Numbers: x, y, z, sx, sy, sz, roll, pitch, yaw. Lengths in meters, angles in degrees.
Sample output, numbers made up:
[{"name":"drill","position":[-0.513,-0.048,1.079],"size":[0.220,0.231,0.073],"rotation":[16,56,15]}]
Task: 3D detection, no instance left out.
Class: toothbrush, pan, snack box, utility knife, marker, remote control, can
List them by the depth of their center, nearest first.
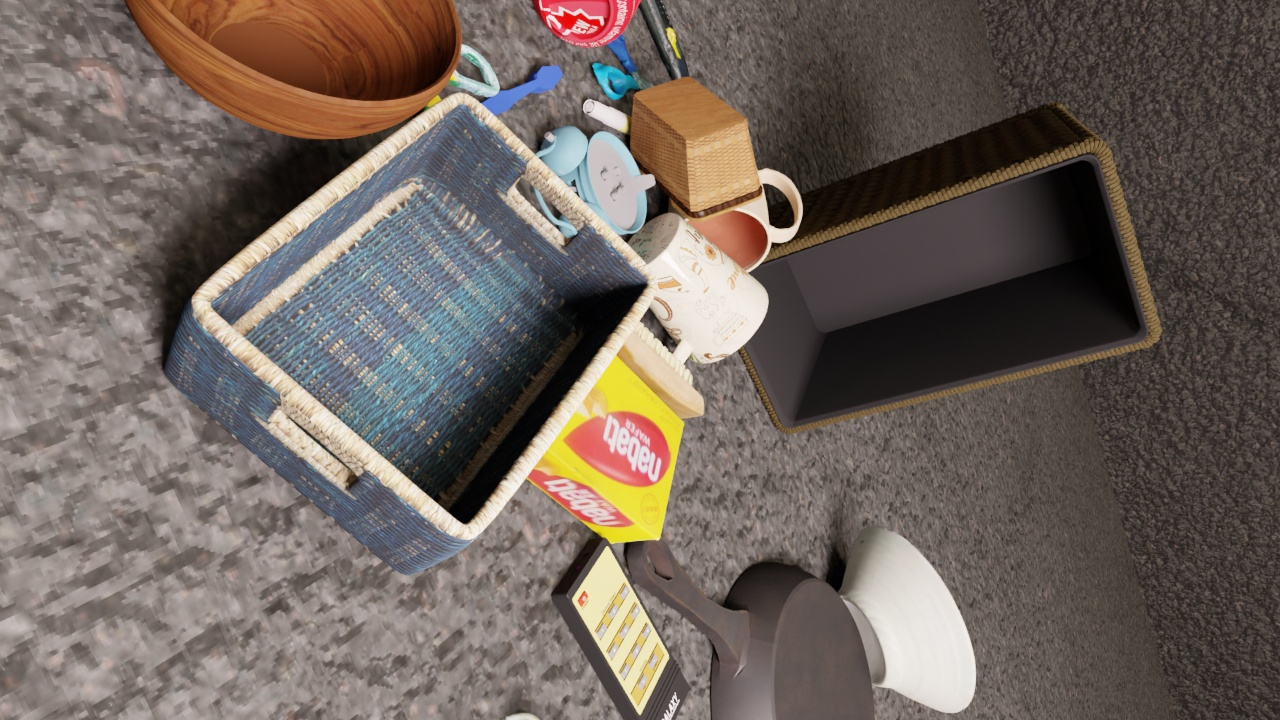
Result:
[{"name":"snack box","position":[-0.048,0.028,0.563],"size":[0.200,0.042,0.092],"rotation":[46,45,-37]},{"name":"toothbrush","position":[-0.101,-0.159,0.588],"size":[0.186,0.011,0.016],"rotation":[-49,119,-49]},{"name":"remote control","position":[-0.010,0.183,0.590],"size":[0.133,0.013,0.058],"rotation":[63,35,-19]},{"name":"can","position":[-0.027,-0.299,0.689],"size":[0.074,0.075,0.142],"rotation":[52,40,-32]},{"name":"pan","position":[0.100,0.235,0.708],"size":[0.356,0.043,0.248],"rotation":[51,40,-33]},{"name":"marker","position":[-0.002,-0.186,0.741],"size":[0.132,0.014,0.014],"rotation":[6,73,-56]},{"name":"utility knife","position":[0.011,-0.312,0.804],"size":[0.028,0.020,0.171],"rotation":[-50,120,-50]}]

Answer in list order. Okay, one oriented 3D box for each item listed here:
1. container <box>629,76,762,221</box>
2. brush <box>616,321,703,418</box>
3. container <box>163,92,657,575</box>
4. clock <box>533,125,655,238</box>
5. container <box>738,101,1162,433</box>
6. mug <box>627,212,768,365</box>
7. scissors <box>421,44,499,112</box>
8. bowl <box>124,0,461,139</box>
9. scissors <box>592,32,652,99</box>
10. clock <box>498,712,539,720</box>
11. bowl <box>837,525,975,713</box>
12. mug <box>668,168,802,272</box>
[{"name":"container","position":[0.038,-0.162,0.685],"size":[0.114,0.063,0.061],"rotation":[52,-21,44]},{"name":"brush","position":[-0.004,0.004,0.633],"size":[0.117,0.049,0.039],"rotation":[44,46,-39]},{"name":"container","position":[-0.096,-0.017,0.428],"size":[0.145,0.071,0.186],"rotation":[43,49,-10]},{"name":"clock","position":[-0.035,-0.121,0.639],"size":[0.123,0.042,0.087],"rotation":[-18,93,-59]},{"name":"container","position":[0.256,-0.092,0.828],"size":[0.176,0.322,0.204],"rotation":[62,29,-20]},{"name":"mug","position":[0.026,-0.042,0.693],"size":[0.097,0.081,0.121],"rotation":[43,71,-30]},{"name":"scissors","position":[-0.127,-0.173,0.540],"size":[0.129,0.012,0.119],"rotation":[53,40,-22]},{"name":"bowl","position":[-0.163,-0.151,0.420],"size":[0.147,0.069,0.147],"rotation":[21,49,-26]},{"name":"scissors","position":[-0.002,-0.243,0.764],"size":[0.134,0.016,0.086],"rotation":[6,72,-57]},{"name":"clock","position":[-0.061,0.241,0.456],"size":[0.088,0.052,0.124],"rotation":[5,75,-54]},{"name":"bowl","position":[0.222,0.244,0.835],"size":[0.057,0.177,0.176],"rotation":[-18,94,-17]},{"name":"mug","position":[0.077,-0.131,0.758],"size":[0.085,0.111,0.104],"rotation":[100,-9,-54]}]
